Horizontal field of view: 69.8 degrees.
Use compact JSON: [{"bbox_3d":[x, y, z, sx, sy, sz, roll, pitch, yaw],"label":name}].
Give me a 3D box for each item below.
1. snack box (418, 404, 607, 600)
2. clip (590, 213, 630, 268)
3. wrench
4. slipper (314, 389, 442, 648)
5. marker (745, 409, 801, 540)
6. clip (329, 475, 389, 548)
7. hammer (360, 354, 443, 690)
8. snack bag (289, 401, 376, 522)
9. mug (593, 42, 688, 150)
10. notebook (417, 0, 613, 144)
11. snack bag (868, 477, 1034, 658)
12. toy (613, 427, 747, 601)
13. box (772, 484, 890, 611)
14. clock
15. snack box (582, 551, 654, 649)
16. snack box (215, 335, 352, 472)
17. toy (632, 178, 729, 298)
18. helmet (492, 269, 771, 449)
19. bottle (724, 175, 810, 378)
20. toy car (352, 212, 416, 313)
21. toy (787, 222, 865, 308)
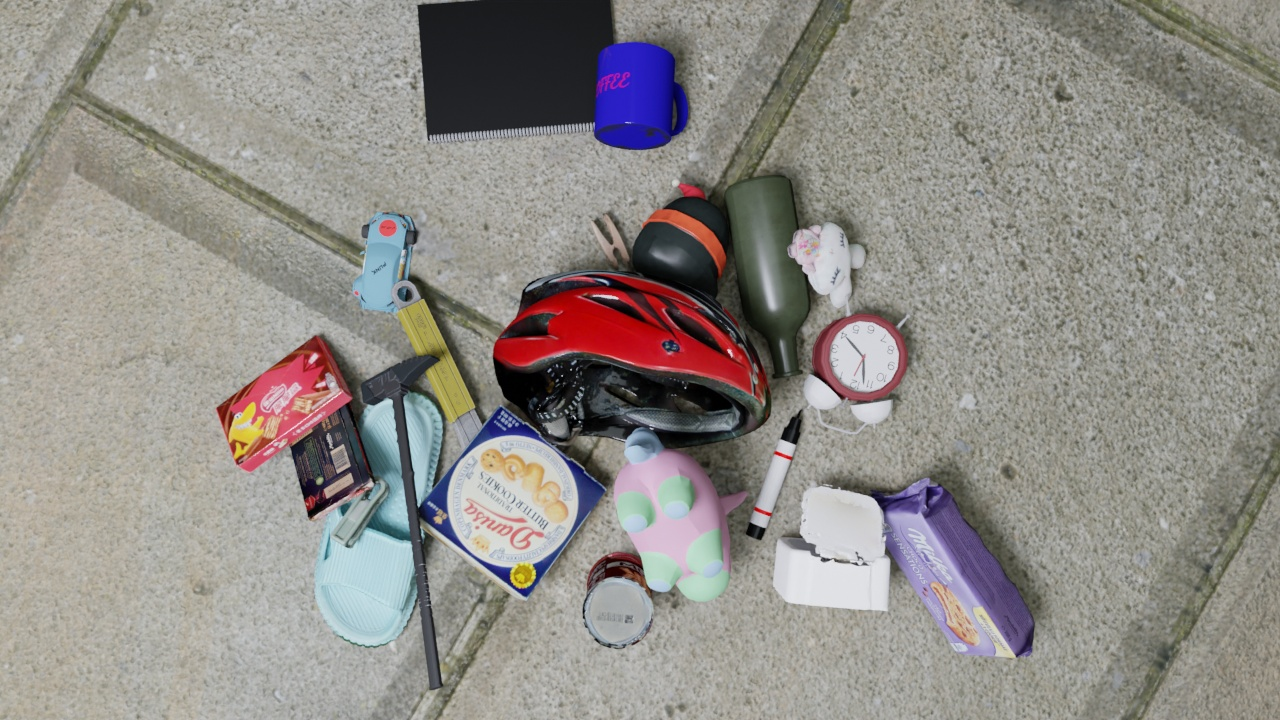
[{"bbox_3d":[-0.133,0.146,0.940,0.144,0.043,0.144,39,71,-9],"label":"snack box"},{"bbox_3d":[-0.031,-0.129,0.982,0.047,0.025,0.062,1,91,-1],"label":"clip"},{"bbox_3d":[-0.199,0.042,0.966,0.083,0.018,0.273,-27,93,-27],"label":"wrench"},{"bbox_3d":[-0.275,0.164,0.956,0.116,0.069,0.276,13,89,3],"label":"slipper"},{"bbox_3d":[0.146,0.121,0.983,0.019,0.019,0.145,20,89,-1],"label":"marker"},{"bbox_3d":[-0.277,0.150,0.913,0.023,0.047,0.076,28,73,6],"label":"clip"},{"bbox_3d":[-0.212,0.145,0.876,0.095,0.015,0.324,-26,61,21],"label":"hammer"},{"bbox_3d":[-0.323,0.086,0.939,0.074,0.018,0.155,-31,54,1],"label":"snack bag"},{"bbox_3d":[0.006,-0.268,0.954,0.111,0.079,0.083,8,82,-41],"label":"mug"},{"bbox_3d":[-0.130,-0.315,0.987,0.206,0.016,0.149,-5,89,-1],"label":"notebook"},{"bbox_3d":[0.323,0.213,0.950,0.058,0.096,0.205,-33,91,-23],"label":"snack bag"},{"bbox_3d":[0.032,0.139,0.883,0.120,0.170,0.222,-20,117,10],"label":"toy"},{"bbox_3d":[0.198,0.181,0.943,0.110,0.103,0.130,3,87,0],"label":"box"},{"bbox_3d":[0.229,0.008,0.971,0.096,0.048,0.137,17,88,-1],"label":"clock"},{"bbox_3d":[-0.022,0.241,0.930,0.072,0.121,0.072,0,88,-1],"label":"snack box"},{"bbox_3d":[-0.373,0.045,0.957,0.133,0.021,0.089,-37,57,-1],"label":"snack box"},{"bbox_3d":[0.048,-0.121,0.949,0.097,0.100,0.119,22,69,32],"label":"toy"},{"bbox_3d":[-0.005,0.005,0.891,0.272,0.218,0.166,10,66,6],"label":"helmet"},{"bbox_3d":[0.138,-0.085,0.960,0.071,0.071,0.207,-9,90,-1],"label":"bottle"},{"bbox_3d":[-0.273,-0.106,0.977,0.060,0.027,0.107,8,89,-1],"label":"toy car"},{"bbox_3d":[0.194,-0.103,0.945,0.037,0.125,0.076,10,81,41],"label":"toy"}]
